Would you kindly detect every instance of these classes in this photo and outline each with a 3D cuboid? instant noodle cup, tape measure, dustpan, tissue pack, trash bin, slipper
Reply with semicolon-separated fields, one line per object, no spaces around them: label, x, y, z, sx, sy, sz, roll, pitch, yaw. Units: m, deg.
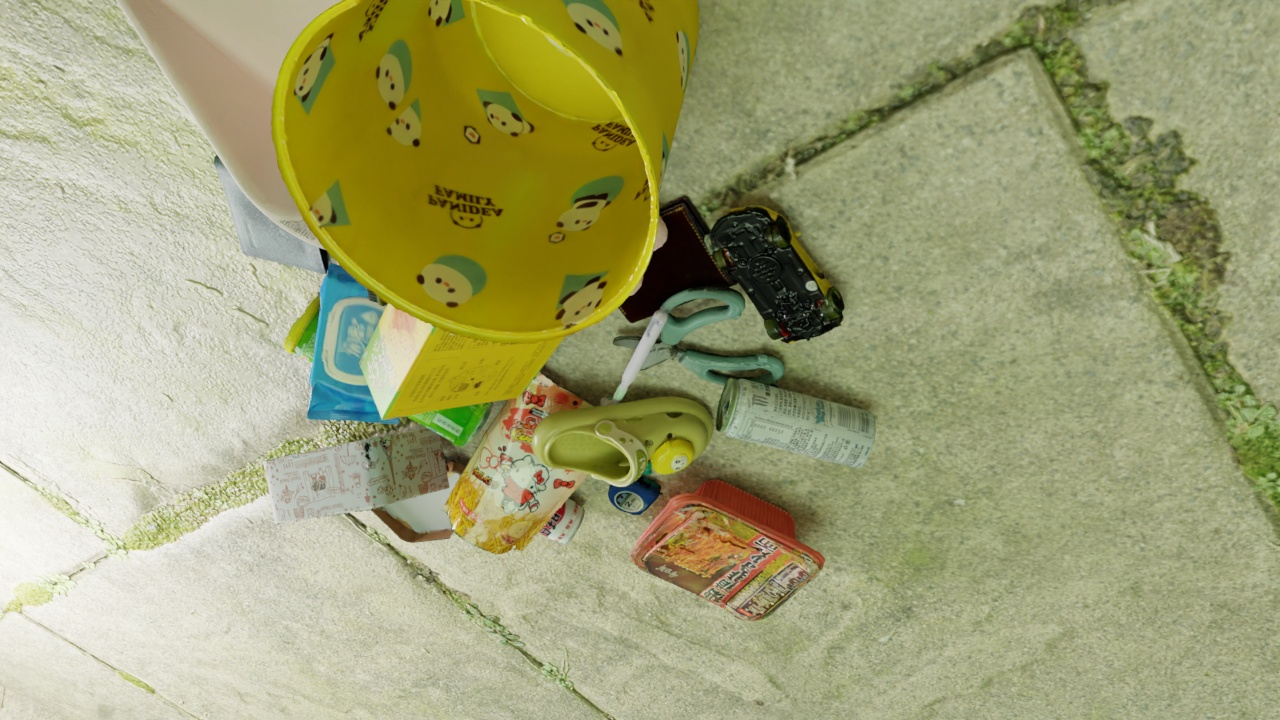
instant noodle cup;0.097;0.209;1.046;0.189;0.078;0.165;26;134;-9
tape measure;-0.009;0.153;1.065;0.054;0.025;0.058;31;130;-9
dustpan;-0.261;-0.205;0.696;0.223;0.138;0.273;-6;154;25
tissue pack;-0.277;-0.014;0.913;0.095;0.157;0.052;8;177;-14
trash bin;-0.073;-0.180;0.608;0.230;0.254;0.230;9;135;10
slipper;-0.016;0.094;0.944;0.190;0.081;0.092;-3;136;-9

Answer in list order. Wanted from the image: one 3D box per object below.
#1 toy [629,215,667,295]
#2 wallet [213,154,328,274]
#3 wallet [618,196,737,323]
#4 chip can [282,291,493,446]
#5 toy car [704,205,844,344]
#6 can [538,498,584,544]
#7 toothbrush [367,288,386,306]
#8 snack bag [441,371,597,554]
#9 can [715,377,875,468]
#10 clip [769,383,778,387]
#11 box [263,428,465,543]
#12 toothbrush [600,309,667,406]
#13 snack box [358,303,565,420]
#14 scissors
toy;-0.058;-0.119;0.760;0.159;0.121;0.054;34;163;-12
wallet;-0.361;-0.142;0.906;0.097;0.019;0.121;15;136;7
wallet;0.015;-0.087;0.835;0.123;0.020;0.096;-19;120;32
chip can;-0.264;0.013;0.982;0.221;0.072;0.073;32;134;-12
toy car;0.119;-0.075;0.795;0.071;0.041;0.156;-23;124;33
can;-0.135;0.168;1.099;0.132;0.053;0.053;31;134;-12
toothbrush;-0.226;-0.122;0.740;0.017;0.012;0.186;17;132;19
snack bag;-0.122;0.115;1.010;0.128;0.073;0.208;33;109;-13
can;0.150;0.060;0.890;0.146;0.058;0.058;14;135;-6
clip;0.121;0.044;0.927;0.024;0.029;0.057;37;122;-20
box;-0.299;0.154;1.115;0.179;0.124;0.273;-12;155;26
toothbrush;-0.005;0.005;0.904;0.029;0.021;0.190;27;145;-2
snack box;-0.148;-0.036;0.840;0.157;0.070;0.211;-8;152;-39
scissors;0.053;-0.024;0.867;0.172;0.019;0.179;9;146;10
